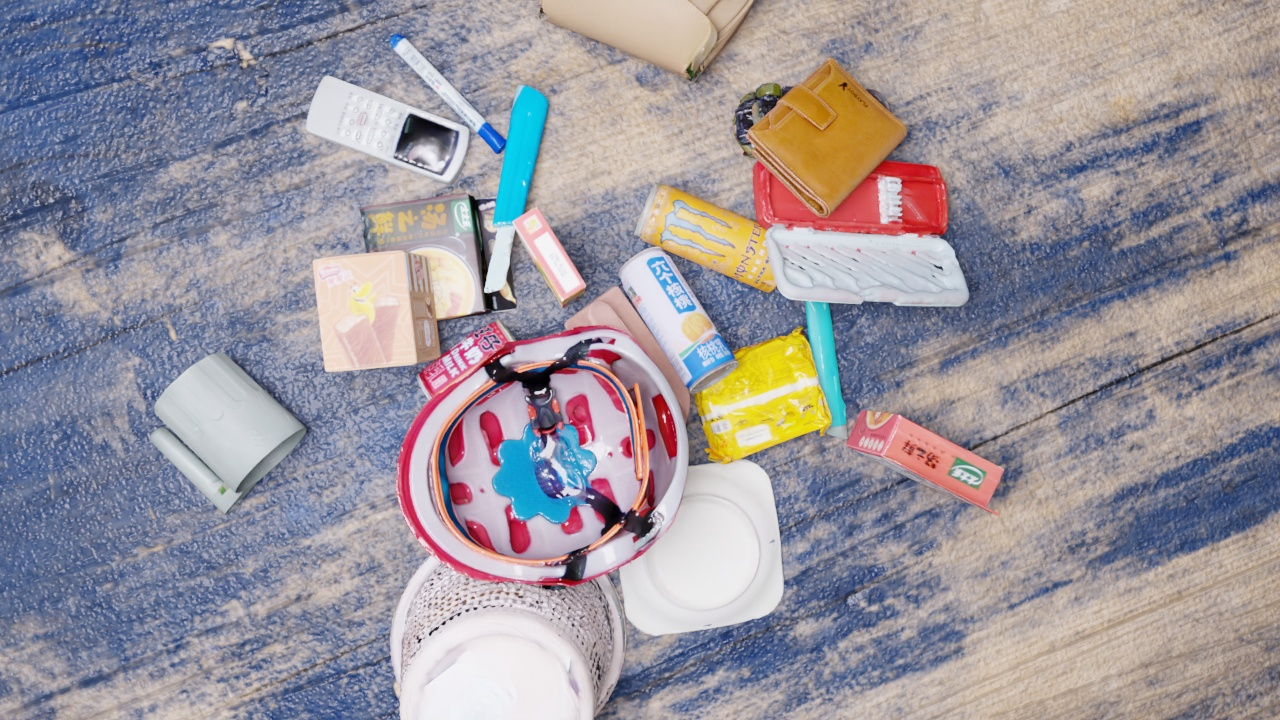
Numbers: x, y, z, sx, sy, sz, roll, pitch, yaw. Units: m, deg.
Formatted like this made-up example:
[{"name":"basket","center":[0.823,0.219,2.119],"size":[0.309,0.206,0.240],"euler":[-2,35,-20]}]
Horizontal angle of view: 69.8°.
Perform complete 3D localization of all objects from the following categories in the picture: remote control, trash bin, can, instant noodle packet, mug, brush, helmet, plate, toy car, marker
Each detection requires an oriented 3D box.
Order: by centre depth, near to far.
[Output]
[{"name":"helmet","center":[-0.081,0.093,0.799],"size":[0.240,0.144,0.207],"euler":[-17,78,-7]},{"name":"trash bin","center":[-0.120,0.271,0.801],"size":[0.227,0.192,0.227],"euler":[0,90,-5]},{"name":"mug","center":[-0.384,0.069,0.838],"size":[0.103,0.083,0.124],"euler":[45,112,-3]},{"name":"can","center":[0.034,-0.038,0.854],"size":[0.053,0.053,0.134],"euler":[-31,76,-4]},{"name":"can","center":[-0.152,0.012,0.857],"size":[0.094,0.066,0.066],"euler":[-36,93,-3]},{"name":"brush","center":[-0.005,0.005,0.867],"size":[0.063,0.073,0.145],"euler":[-37,95,-5]},{"name":"remote control","center":[-0.238,-0.218,0.870],"size":[0.150,0.021,0.058],"euler":[19,89,-4]},{"name":"marker","center":[-0.183,-0.255,0.877],"size":[0.017,0.017,0.146],"euler":[-45,94,-3]},{"name":"can","center":[0.071,-0.118,0.879],"size":[0.146,0.058,0.058],"euler":[22,89,-5]},{"name":"instant noodle packet","center":[0.112,0.035,0.891],"size":[0.128,0.044,0.110],"euler":[-16,86,-8]},{"name":"toy car","center":[0.168,-0.229,0.893],"size":[0.158,0.042,0.070],"euler":[-1,87,-7]},{"name":"plate","center":[0.059,0.184,0.894],"size":[0.163,0.034,0.164],"euler":[-8,90,-5]}]

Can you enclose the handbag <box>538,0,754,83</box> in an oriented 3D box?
[{"name":"handbag","center":[0.006,-0.359,0.850],"size":[0.204,0.100,0.148],"euler":[22,92,-1]}]

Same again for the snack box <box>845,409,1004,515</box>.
[{"name":"snack box","center":[0.269,0.092,0.863],"size":[0.113,0.127,0.044],"euler":[27,88,-5]}]

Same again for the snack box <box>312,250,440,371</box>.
[{"name":"snack box","center":[-0.225,-0.042,0.793],"size":[0.077,0.092,0.094],"euler":[-6,94,1]}]

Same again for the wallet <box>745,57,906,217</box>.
[{"name":"wallet","center":[0.167,-0.211,0.847],"size":[0.119,0.035,0.130],"euler":[45,68,-1]}]

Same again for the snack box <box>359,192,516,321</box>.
[{"name":"snack box","center":[-0.189,-0.095,0.865],"size":[0.125,0.053,0.113],"euler":[-9,91,0]}]

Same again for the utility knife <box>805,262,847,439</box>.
[{"name":"utility knife","center":[0.183,-0.008,0.912],"size":[0.029,0.013,0.178],"euler":[-8,93,-8]}]

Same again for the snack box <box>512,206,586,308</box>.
[{"name":"snack box","center":[-0.079,-0.088,0.817],"size":[0.027,0.156,0.077],"euler":[-32,93,-3]}]

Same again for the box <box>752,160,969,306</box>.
[{"name":"box","center":[0.207,-0.122,0.865],"size":[0.201,0.050,0.160],"euler":[1,69,-17]}]

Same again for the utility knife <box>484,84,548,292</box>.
[{"name":"utility knife","center":[-0.120,-0.161,0.863],"size":[0.034,0.018,0.208],"euler":[12,77,-10]}]
